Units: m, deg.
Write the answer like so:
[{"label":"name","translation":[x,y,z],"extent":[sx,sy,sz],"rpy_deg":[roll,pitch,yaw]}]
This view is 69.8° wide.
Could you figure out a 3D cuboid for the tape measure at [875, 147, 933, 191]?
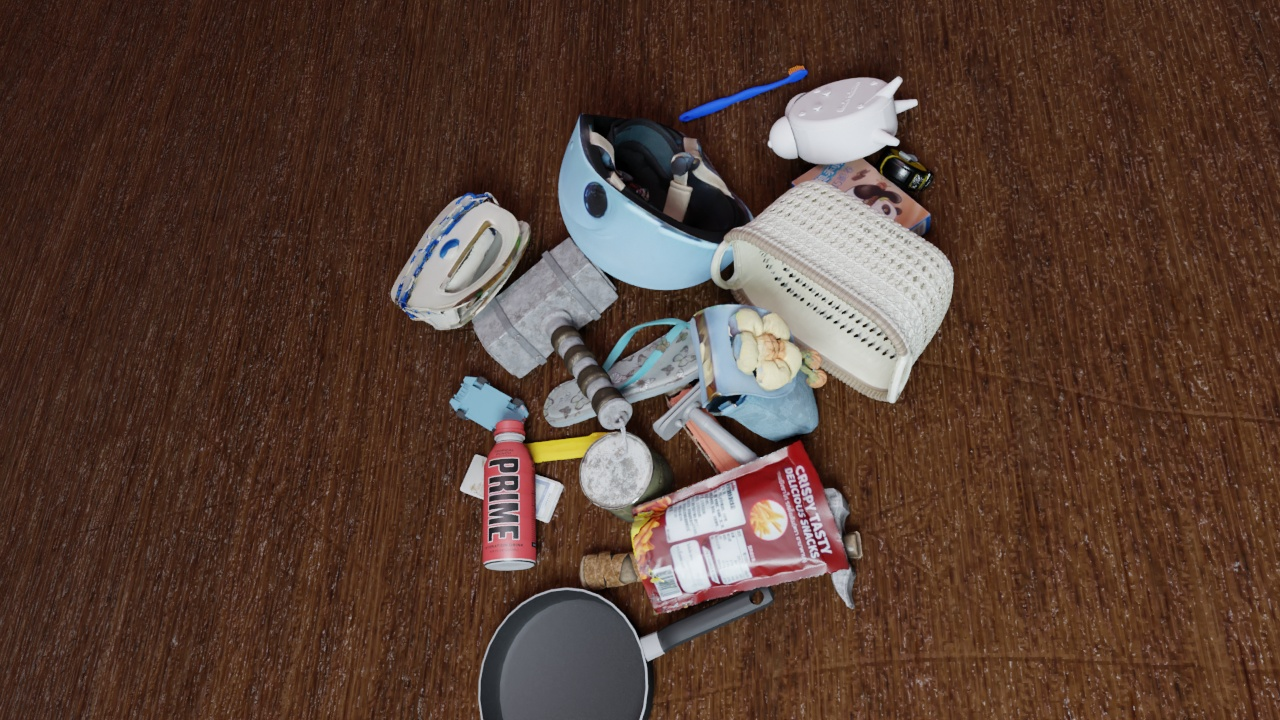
[{"label":"tape measure","translation":[0.311,-0.227,1.084],"extent":[0.062,0.061,0.034],"rpy_deg":[40,120,21]}]

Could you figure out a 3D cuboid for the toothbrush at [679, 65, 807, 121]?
[{"label":"toothbrush","translation":[0.138,-0.362,1.248],"extent":[0.183,0.016,0.018],"rpy_deg":[-17,57,15]}]

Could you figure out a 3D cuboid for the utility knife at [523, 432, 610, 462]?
[{"label":"utility knife","translation":[-0.096,0.109,1.140],"extent":[0.151,0.017,0.030],"rpy_deg":[-7,60,19]}]

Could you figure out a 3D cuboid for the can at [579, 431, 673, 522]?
[{"label":"can","translation":[-0.015,0.136,1.060],"extent":[0.090,0.074,0.089],"rpy_deg":[-8,66,20]}]

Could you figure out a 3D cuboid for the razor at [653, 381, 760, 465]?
[{"label":"razor","translation":[0.086,0.081,1.022],"extent":[0.088,0.047,0.116],"rpy_deg":[-42,66,-16]}]

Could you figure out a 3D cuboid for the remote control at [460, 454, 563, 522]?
[{"label":"remote control","translation":[-0.162,0.159,1.148],"extent":[0.136,0.011,0.050],"rpy_deg":[14,74,27]}]

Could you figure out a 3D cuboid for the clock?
[{"label":"clock","translation":[0.242,-0.299,1.116],"extent":[0.161,0.073,0.125],"rpy_deg":[1,40,31]}]

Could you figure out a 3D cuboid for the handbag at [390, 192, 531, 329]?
[{"label":"handbag","translation":[-0.238,-0.132,1.221],"extent":[0.200,0.093,0.200],"rpy_deg":[9,66,51]}]

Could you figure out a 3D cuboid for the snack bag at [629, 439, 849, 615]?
[{"label":"snack bag","translation":[0.095,0.178,0.951],"extent":[0.208,0.066,0.138],"rpy_deg":[-22,66,15]}]

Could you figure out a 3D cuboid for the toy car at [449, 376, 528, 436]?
[{"label":"toy car","translation":[-0.192,0.064,1.194],"extent":[0.108,0.027,0.060],"rpy_deg":[27,80,20]}]

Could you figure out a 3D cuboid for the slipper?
[{"label":"slipper","translation":[-0.007,0.006,1.109],"extent":[0.269,0.055,0.098],"rpy_deg":[-26,38,12]}]

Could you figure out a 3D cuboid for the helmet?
[{"label":"helmet","translation":[0.013,-0.180,1.121],"extent":[0.265,0.225,0.167],"rpy_deg":[51,130,34]}]

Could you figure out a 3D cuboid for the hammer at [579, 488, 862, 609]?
[{"label":"hammer","translation":[0.081,0.219,1.002],"extent":[0.319,0.049,0.121],"rpy_deg":[-10,67,20]}]

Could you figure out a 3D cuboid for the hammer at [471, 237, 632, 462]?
[{"label":"hammer","translation":[-0.075,-0.005,1.098],"extent":[0.177,0.079,0.326],"rpy_deg":[-40,44,2]}]

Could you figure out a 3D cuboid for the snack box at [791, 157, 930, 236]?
[{"label":"snack box","translation":[0.262,-0.185,1.099],"extent":[0.087,0.034,0.151],"rpy_deg":[-34,58,-8]}]

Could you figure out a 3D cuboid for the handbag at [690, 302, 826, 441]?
[{"label":"handbag","translation":[0.134,0.014,0.978],"extent":[0.119,0.191,0.121],"rpy_deg":[-23,58,29]}]

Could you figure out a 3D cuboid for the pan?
[{"label":"pan","translation":[-0.014,0.321,0.987],"extent":[0.356,0.044,0.204],"rpy_deg":[-27,61,12]}]

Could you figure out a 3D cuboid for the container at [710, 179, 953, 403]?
[{"label":"container","translation":[0.214,-0.079,0.998],"extent":[0.246,0.185,0.142],"rpy_deg":[37,74,23]}]

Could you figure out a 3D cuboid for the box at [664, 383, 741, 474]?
[{"label":"box","translation":[0.084,0.094,1.052],"extent":[0.186,0.056,0.059],"rpy_deg":[52,125,33]}]

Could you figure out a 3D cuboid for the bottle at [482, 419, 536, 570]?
[{"label":"bottle","translation":[-0.157,0.159,1.102],"extent":[0.062,0.062,0.176],"rpy_deg":[-11,68,18]}]

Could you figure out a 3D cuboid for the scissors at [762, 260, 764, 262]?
[{"label":"scissors","translation":[0.197,-0.137,1.123],"extent":[0.175,0.014,0.141],"rpy_deg":[-29,62,4]}]
